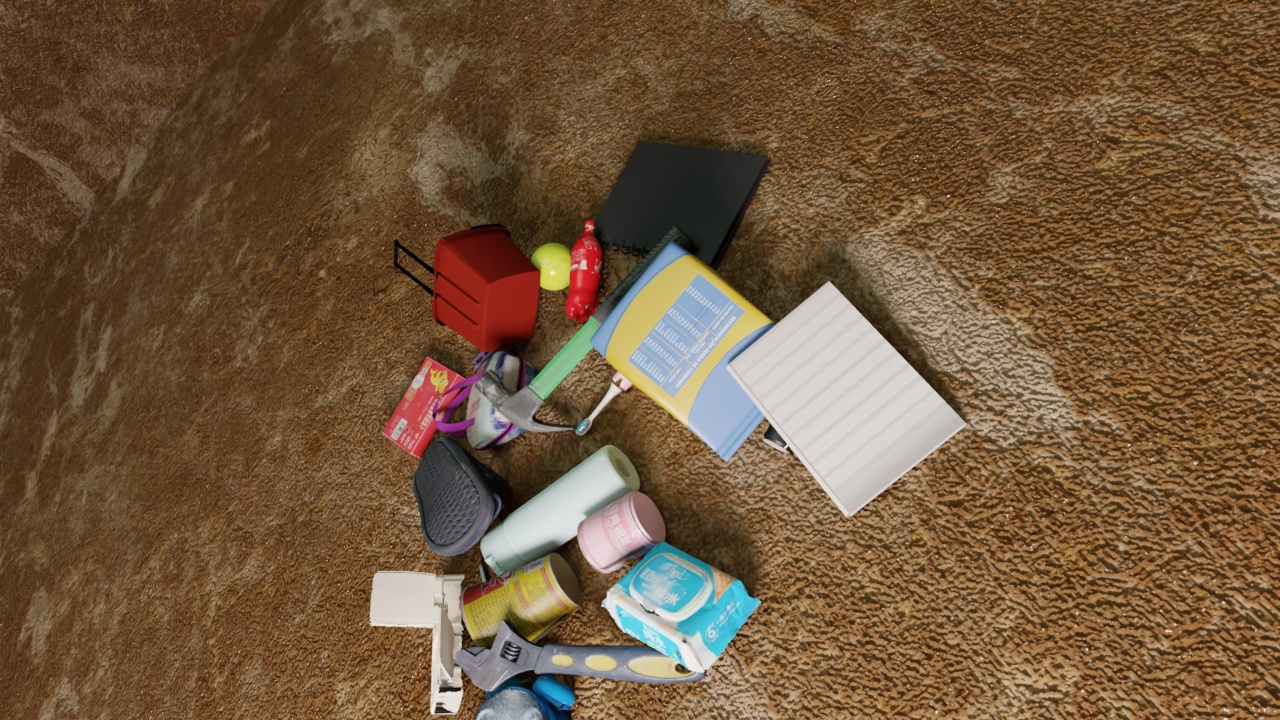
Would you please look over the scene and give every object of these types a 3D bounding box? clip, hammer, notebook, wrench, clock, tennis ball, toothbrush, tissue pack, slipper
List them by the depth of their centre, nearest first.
[{"bbox_3d":[0.036,0.242,0.917,0.145,0.062,0.092,17,50,43],"label":"tissue pack"},{"bbox_3d":[0.200,0.034,0.928,0.143,0.009,0.209,-40,58,6],"label":"notebook"},{"bbox_3d":[-0.067,0.310,0.947,0.274,0.022,0.073,-1,82,16],"label":"wrench"},{"bbox_3d":[-0.123,0.394,0.978,0.117,0.060,0.161,-14,56,33],"label":"clock"},{"bbox_3d":[-0.007,0.007,1.128,0.027,0.026,0.222,41,94,17],"label":"toothbrush"},{"bbox_3d":[-0.053,-0.041,1.141,0.130,0.032,0.319,43,93,1],"label":"hammer"},{"bbox_3d":[-0.225,0.179,1.174,0.110,0.083,0.268,-58,27,0],"label":"slipper"},{"bbox_3d":[0.043,-0.208,1.216,0.232,0.019,0.169,19,77,43],"label":"notebook"},{"bbox_3d":[-0.120,-0.129,1.266,0.065,0.065,0.065,-19,55,29],"label":"tennis ball"},{"bbox_3d":[-0.221,-0.005,1.313,0.052,0.013,0.036,-45,46,12],"label":"clip"}]

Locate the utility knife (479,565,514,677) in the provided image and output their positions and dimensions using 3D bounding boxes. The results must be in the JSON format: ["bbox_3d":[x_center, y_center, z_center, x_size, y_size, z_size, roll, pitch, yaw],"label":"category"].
[{"bbox_3d":[-0.173,0.310,1.096,0.022,0.015,0.158,-64,35,36],"label":"utility knife"}]

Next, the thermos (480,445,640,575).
[{"bbox_3d":[-0.098,0.181,1.074,0.207,0.065,0.077,-37,10,16],"label":"thermos"}]

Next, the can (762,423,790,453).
[{"bbox_3d":[0.161,0.055,0.964,0.031,0.031,0.080,24,82,44],"label":"can"}]

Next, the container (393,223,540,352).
[{"bbox_3d":[-0.238,-0.116,1.281,0.201,0.126,0.148,40,134,34],"label":"container"}]

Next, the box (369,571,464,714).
[{"bbox_3d":[-0.247,0.309,1.040,0.101,0.187,0.144,-6,53,-3],"label":"box"}]

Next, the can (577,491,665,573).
[{"bbox_3d":[-0.020,0.188,1.007,0.076,0.067,0.067,-32,50,21],"label":"can"}]

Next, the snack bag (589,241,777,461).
[{"bbox_3d":[0.070,-0.010,1.036,0.205,0.102,0.159,41,94,20],"label":"snack bag"}]

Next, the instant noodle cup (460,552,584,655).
[{"bbox_3d":[-0.129,0.272,1.034,0.112,0.100,0.100,-34,49,7],"label":"instant noodle cup"}]

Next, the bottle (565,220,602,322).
[{"bbox_3d":[-0.074,-0.121,1.233,0.042,0.042,0.141,-9,69,35],"label":"bottle"}]

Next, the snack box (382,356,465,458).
[{"bbox_3d":[-0.317,0.067,1.340,0.089,0.021,0.133,24,82,43],"label":"snack box"}]

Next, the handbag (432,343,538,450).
[{"bbox_3d":[-0.220,0.058,1.249,0.170,0.068,0.144,-17,57,38],"label":"handbag"}]
